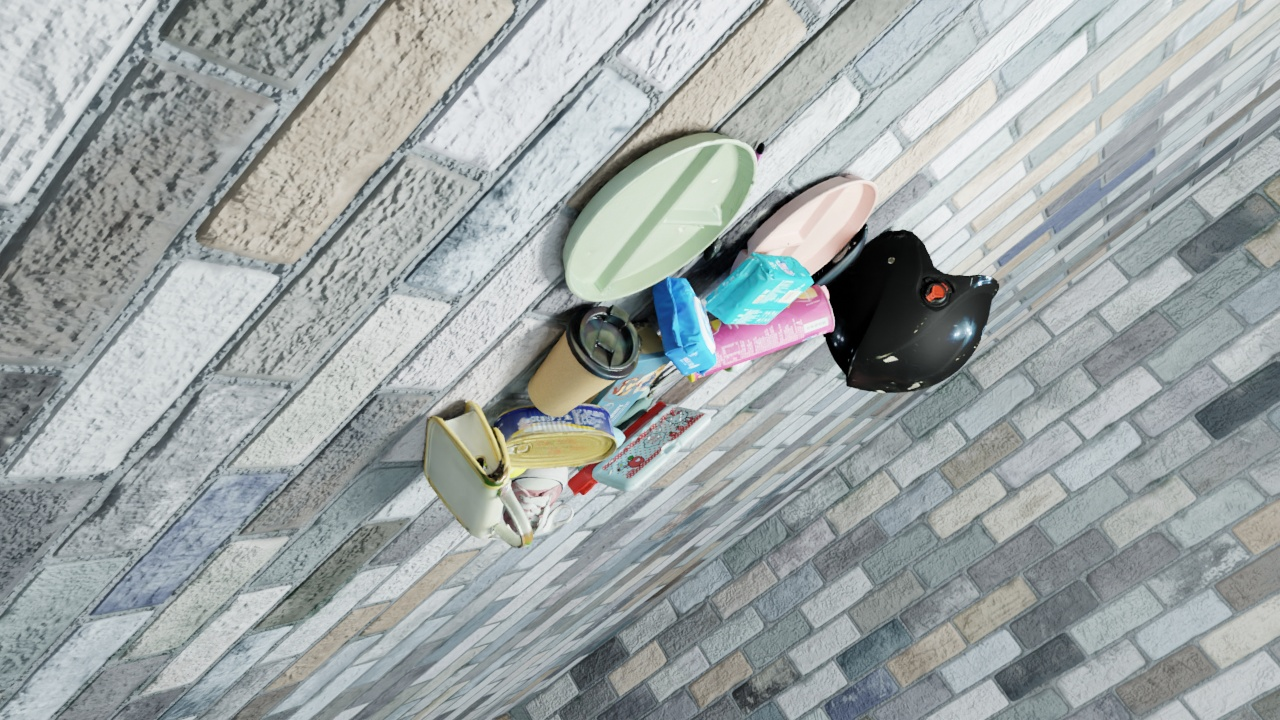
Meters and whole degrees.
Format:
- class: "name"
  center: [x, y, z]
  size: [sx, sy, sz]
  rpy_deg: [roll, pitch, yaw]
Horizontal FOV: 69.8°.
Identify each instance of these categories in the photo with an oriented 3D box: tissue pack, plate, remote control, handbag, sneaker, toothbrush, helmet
- class: "tissue pack"
  center: [0.057, -0.039, 1.121]
  size: [0.052, 0.095, 0.157]
  rpy_deg: [-15, 163, 10]
- class: "plate"
  center: [0.018, -0.144, 0.927]
  size: [0.230, 0.027, 0.230]
  rpy_deg: [-30, 159, -13]
- class: "remote control"
  center: [0.282, -0.142, 1.306]
  size: [0.137, 0.024, 0.053]
  rpy_deg: [-45, -163, 44]
- class: "tissue pack"
  center: [0.146, -0.088, 1.135]
  size: [0.093, 0.050, 0.133]
  rpy_deg: [-44, 158, 29]
- class: "plate"
  center: [0.208, -0.157, 1.192]
  size: [0.229, 0.028, 0.230]
  rpy_deg: [-30, 159, -13]
- class: "handbag"
  center: [-0.178, 0.149, 1.067]
  size: [0.063, 0.178, 0.164]
  rpy_deg: [-29, 159, -30]
- class: "sneaker"
  center: [-0.160, 0.215, 1.344]
  size: [0.118, 0.087, 0.242]
  rpy_deg: [5, 150, -15]
- class: "toothbrush"
  center: [0.104, -0.173, 1.017]
  size: [0.017, 0.014, 0.190]
  rpy_deg: [-34, 162, -32]
- class: "helmet"
  center: [0.422, -0.062, 1.455]
  size: [0.275, 0.230, 0.233]
  rpy_deg: [1, 167, 15]

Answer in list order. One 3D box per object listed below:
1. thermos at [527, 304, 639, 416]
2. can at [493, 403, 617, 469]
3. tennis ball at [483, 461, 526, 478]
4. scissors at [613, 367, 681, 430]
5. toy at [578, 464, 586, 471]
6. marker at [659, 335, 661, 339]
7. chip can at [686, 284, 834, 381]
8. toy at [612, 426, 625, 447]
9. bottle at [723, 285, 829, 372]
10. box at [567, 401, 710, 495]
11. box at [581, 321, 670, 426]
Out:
- class: "thermos"
  center: [-0.068, 0.005, 1.053]
  size: [0.092, 0.093, 0.144]
  rpy_deg: [-14, 160, -44]
- class: "can"
  center: [-0.104, 0.092, 1.121]
  size: [0.148, 0.049, 0.075]
  rpy_deg: [-2, 140, -17]
- class: "tennis ball"
  center: [-0.170, 0.118, 1.170]
  size: [0.065, 0.065, 0.065]
  rpy_deg: [-30, 160, -13]
- class: "scissors"
  center: [-0.007, 0.065, 1.378]
  size: [0.176, 0.019, 0.172]
  rpy_deg: [-27, 158, -22]
- class: "toy"
  center: [-0.062, 0.156, 1.462]
  size: [0.092, 0.030, 0.096]
  rpy_deg: [-32, 167, 26]
- class: "marker"
  center: [-0.007, 0.007, 1.251]
  size: [0.124, 0.015, 0.018]
  rpy_deg: [-42, 158, 26]
- class: "chip can"
  center: [0.155, -0.038, 1.253]
  size: [0.210, 0.071, 0.071]
  rpy_deg: [-19, 158, -5]
- class: "toy"
  center: [-0.088, 0.115, 1.285]
  size: [0.161, 0.050, 0.156]
  rpy_deg: [-4, 177, -20]
- class: "bottle"
  center: [0.191, -0.057, 1.347]
  size: [0.196, 0.068, 0.068]
  rpy_deg: [-32, 160, -19]
- class: "box"
  center: [-0.005, 0.129, 1.362]
  size: [0.161, 0.063, 0.200]
  rpy_deg: [-12, -159, 49]
- class: "box"
  center: [-0.043, 0.030, 1.177]
  size: [0.089, 0.063, 0.185]
  rpy_deg: [-12, 149, -45]
